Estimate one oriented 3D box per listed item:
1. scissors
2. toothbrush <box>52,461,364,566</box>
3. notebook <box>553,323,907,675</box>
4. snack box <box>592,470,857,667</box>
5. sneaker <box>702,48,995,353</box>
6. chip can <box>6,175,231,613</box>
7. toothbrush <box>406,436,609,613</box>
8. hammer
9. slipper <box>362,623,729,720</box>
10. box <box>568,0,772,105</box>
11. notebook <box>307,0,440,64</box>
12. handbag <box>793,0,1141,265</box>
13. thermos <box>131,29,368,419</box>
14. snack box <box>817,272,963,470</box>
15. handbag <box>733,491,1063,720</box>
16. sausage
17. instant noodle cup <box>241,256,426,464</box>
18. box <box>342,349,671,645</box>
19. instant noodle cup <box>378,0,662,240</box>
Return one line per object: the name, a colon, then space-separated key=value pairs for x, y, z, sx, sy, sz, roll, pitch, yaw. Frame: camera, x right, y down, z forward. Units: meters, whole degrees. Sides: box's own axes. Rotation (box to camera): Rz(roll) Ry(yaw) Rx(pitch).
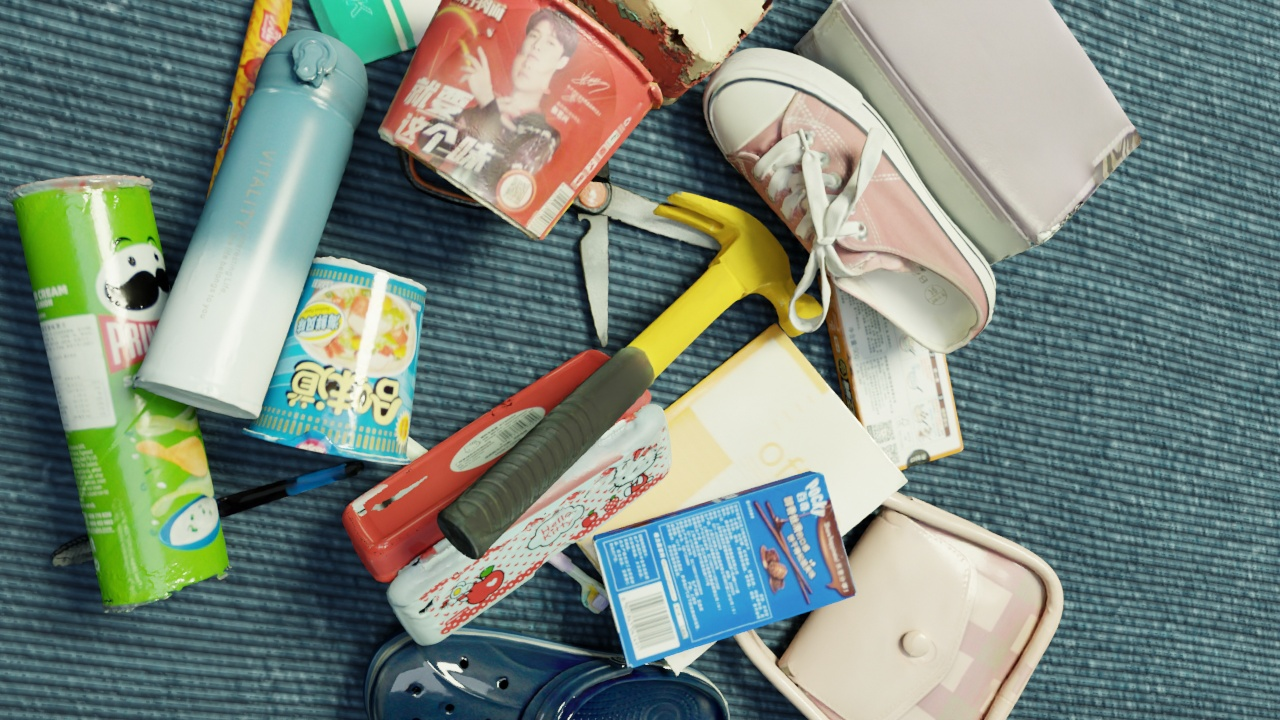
scissors: x=-0.046 y=-0.124 z=0.600 sx=0.220 sy=0.022 sz=0.233 roll=1 pitch=95 yaw=-13
toothbrush: x=-0.268 y=0.095 z=0.574 sx=0.189 sy=0.016 sz=0.014 roll=-16 pitch=100 yaw=-12
notebook: x=0.060 y=0.091 z=0.631 sx=0.206 sy=0.010 sz=0.146 roll=-38 pitch=83 yaw=-6
snack box: x=0.054 y=0.134 z=0.598 sx=0.157 sy=0.026 sz=0.084 roll=-16 pitch=89 yaw=-6
sneaker: x=0.125 y=-0.093 z=0.573 sx=0.241 sy=0.119 sz=0.087 roll=47 pitch=41 yaw=-2
chip can: x=-0.294 y=0.018 z=0.522 sx=0.072 sy=0.072 sz=0.236 roll=-11 pitch=94 yaw=-12
toothbrush: x=-0.093 y=0.108 z=0.615 sx=0.189 sy=0.029 sz=0.020 roll=41 pitch=43 yaw=-13
hammer: x=-0.003 y=0.003 z=0.544 sx=0.129 sy=0.033 sz=0.299 roll=50 pitch=56 yaw=-6
slipper: x=-0.055 y=0.242 z=0.602 sx=0.252 sy=0.095 sz=0.105 roll=12 pitch=90 yaw=-18
box: x=-0.003 y=-0.250 z=0.557 sx=0.168 sy=0.078 sz=0.091 roll=43 pitch=66 yaw=-13
notebook: x=-0.156 y=-0.301 z=0.562 sx=0.150 sy=0.012 sz=0.209 roll=-23 pitch=101 yaw=-9
handbag: x=0.218 y=-0.178 z=0.606 sx=0.144 sy=0.098 sz=0.197 roll=-39 pitch=92 yaw=-15
thermos: x=-0.211 y=-0.080 z=0.514 sx=0.070 sy=0.070 sz=0.220 roll=17 pitch=75 yaw=-15
snack box: x=0.182 y=0.003 z=0.666 sx=0.075 sy=0.026 sz=0.154 roll=-16 pitch=99 yaw=-11
handbag: x=0.161 y=0.175 z=0.660 sx=0.234 sy=0.093 sz=0.193 roll=34 pitch=88 yaw=-3
sausage: x=-0.237 y=-0.150 z=0.552 sx=0.021 sy=0.021 sz=0.165 roll=14 pitch=93 yaw=-14
instant noodle cup: x=-0.174 y=0.000 z=0.551 sx=0.099 sy=0.099 sz=0.110 roll=14 pitch=84 yaw=-14
box: x=-0.072 y=0.090 z=0.577 sx=0.201 sy=0.095 sz=0.100 roll=-33 pitch=121 yaw=-19
instant noodle cup: x=-0.073 y=-0.141 z=0.517 sx=0.138 sy=0.138 sz=0.108 roll=33 pitch=92 yaw=-14
